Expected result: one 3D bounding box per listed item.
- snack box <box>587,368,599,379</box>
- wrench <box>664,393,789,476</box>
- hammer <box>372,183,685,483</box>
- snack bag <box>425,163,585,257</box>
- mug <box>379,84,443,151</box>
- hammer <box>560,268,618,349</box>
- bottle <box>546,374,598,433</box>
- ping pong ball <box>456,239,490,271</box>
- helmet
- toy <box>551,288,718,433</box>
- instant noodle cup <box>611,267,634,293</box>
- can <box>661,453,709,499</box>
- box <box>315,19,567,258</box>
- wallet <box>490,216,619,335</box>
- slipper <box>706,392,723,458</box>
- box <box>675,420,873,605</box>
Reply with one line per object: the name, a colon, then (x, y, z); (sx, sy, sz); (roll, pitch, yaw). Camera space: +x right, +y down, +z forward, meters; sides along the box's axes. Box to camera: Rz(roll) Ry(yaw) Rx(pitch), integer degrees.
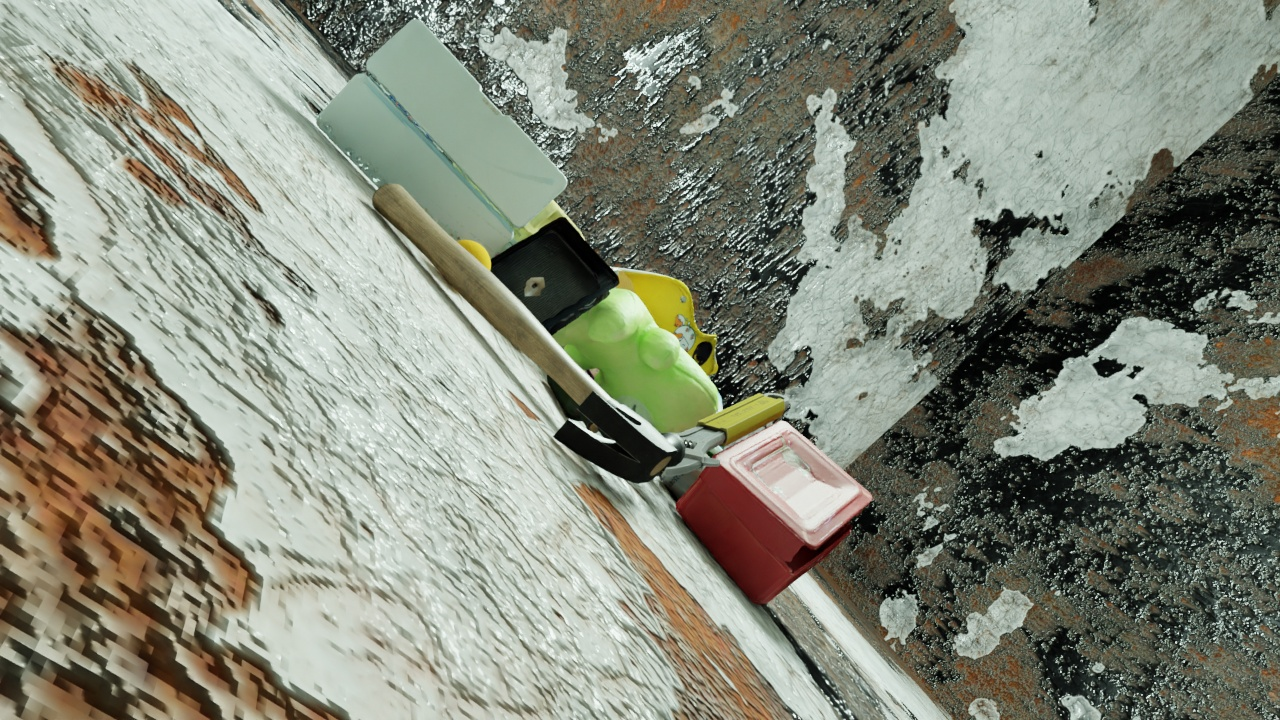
snack box: (-0.004, 0.058, 1.235); (0.148, 0.040, 0.143); (47, 2, -23)
wrench: (0.070, 0.062, 0.841); (0.084, 0.018, 0.272); (16, 18, 29)
hammer: (-0.094, -0.028, 0.677); (0.305, 0.040, 0.132); (44, 9, 14)
snack bag: (-0.143, -0.140, 0.970); (0.159, 0.068, 0.247); (46, -15, -14)
mug: (-0.248, -0.259, 0.991); (0.090, 0.121, 0.091); (47, 0, -19)
hammer: (0.009, 0.048, 1.015); (0.048, 0.122, 0.318); (-19, 70, -47)
bottle: (-0.052, 0.032, 0.737); (0.025, 0.025, 0.106); (47, 1, -30)
ping pong ball: (-0.143, -0.079, 0.753); (0.040, 0.040, 0.040); (47, 1, -2)
helmet: (-0.001, -0.016, 1.370); (0.209, 0.139, 0.240); (15, -35, 47)
toy: (-0.005, 0.005, 0.915); (0.150, 0.107, 0.197); (-7, -39, 38)
instant noodle cup: (-0.093, -0.085, 1.159); (0.121, 0.123, 0.123); (39, -5, 40)
can: (0.083, 0.152, 0.935); (0.135, 0.054, 0.054); (48, 1, 12)
box: (-0.177, -0.187, 0.823); (0.197, 0.134, 0.041); (47, 0, -9)
wallet: (-0.089, -0.069, 0.826); (0.089, 0.114, 0.026); (49, -24, 12)
slipper: (0.051, 0.044, 1.125); (0.104, 0.074, 0.245); (43, 10, -33)
box: (0.125, 0.139, 0.861); (0.129, 0.093, 0.157); (47, 32, 19)
